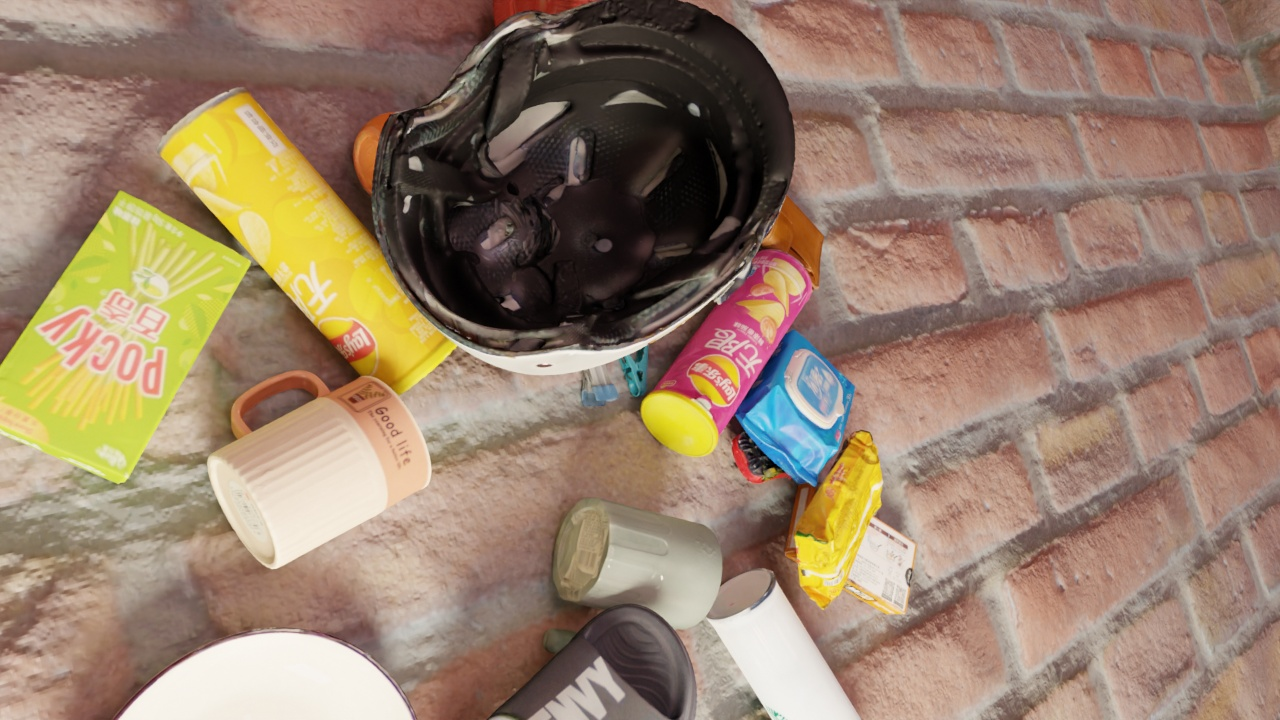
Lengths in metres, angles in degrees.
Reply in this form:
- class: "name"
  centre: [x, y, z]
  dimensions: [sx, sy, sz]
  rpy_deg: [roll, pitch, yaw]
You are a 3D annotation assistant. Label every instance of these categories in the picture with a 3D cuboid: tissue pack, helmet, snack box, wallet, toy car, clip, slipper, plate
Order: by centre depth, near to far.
- class: "plate"
  centre: [-0.218, 0.252, 0.522]
  dimensions: [0.192, 0.039, 0.192]
  rpy_deg: [12, 69, -33]
- class: "snack box"
  centre: [-0.308, -0.015, 0.544]
  dimensions: [0.085, 0.026, 0.156]
  rpy_deg: [32, 59, -26]
- class: "slipper"
  centre: [-0.060, 0.267, 0.568]
  dimensions: [0.111, 0.083, 0.267]
  rpy_deg: [32, 66, 22]
- class: "helmet"
  centre: [-0.038, -0.101, 0.626]
  dimensions: [0.273, 0.157, 0.230]
  rpy_deg: [-41, 82, -16]
- class: "clip"
  centre: [-0.039, 0.009, 0.753]
  dimensions: [0.026, 0.042, 0.058]
  rpy_deg: [-5, 77, -37]
- class: "clip"
  centre: [-0.005, 0.005, 0.783]
  dimensions: [0.032, 0.013, 0.054]
  rpy_deg: [-3, 79, -37]
- class: "tissue pack"
  centre: [0.144, 0.039, 0.836]
  dimensions: [0.095, 0.052, 0.156]
  rpy_deg: [43, 37, -6]
- class: "toy car"
  centre: [0.127, 0.087, 0.846]
  dimensions: [0.106, 0.031, 0.049]
  rpy_deg: [-3, 61, -43]
- class: "snack box"
  centre: [0.206, 0.182, 0.886]
  dimensions: [0.153, 0.026, 0.075]
  rpy_deg: [33, 59, -26]
- class: "wallet"
  centre: [0.131, -0.133, 0.905]
  dimensions: [0.130, 0.035, 0.118]
  rpy_deg: [42, 33, -21]

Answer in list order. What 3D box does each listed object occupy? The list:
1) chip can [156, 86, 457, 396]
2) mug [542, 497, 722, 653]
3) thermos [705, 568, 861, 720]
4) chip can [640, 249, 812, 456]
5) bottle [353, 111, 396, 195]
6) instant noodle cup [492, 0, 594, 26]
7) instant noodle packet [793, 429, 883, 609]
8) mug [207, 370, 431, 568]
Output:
- class: "chip can"
  centre: [-0.213, -0.072, 0.605]
  dimensions: [0.213, 0.072, 0.071]
  rpy_deg: [51, 52, -15]
- class: "mug"
  centre: [-0.010, 0.172, 0.694]
  dimensions: [0.103, 0.084, 0.124]
  rpy_deg: [22, 89, -31]
- class: "thermos"
  centre: [0.136, 0.287, 0.775]
  dimensions: [0.073, 0.073, 0.224]
  rpy_deg: [-39, 102, -39]
- class: "chip can"
  centre: [0.081, -0.012, 0.818]
  dimensions: [0.071, 0.072, 0.209]
  rpy_deg: [49, 52, -16]
- class: "bottle"
  centre: [-0.141, -0.157, 0.698]
  dimensions: [0.149, 0.067, 0.067]
  rpy_deg: [-22, 90, -47]
- class: "instant noodle cup"
  centre: [-0.053, -0.272, 0.718]
  dimensions: [0.079, 0.165, 0.188]
  rpy_deg: [7, 62, -36]
- class: "instant noodle packet"
  centre: [0.174, 0.141, 0.808]
  dimensions: [0.128, 0.044, 0.111]
  rpy_deg: [-53, 143, -33]
- class: "mug"
  centre: [-0.208, 0.057, 0.573]
  dimensions: [0.105, 0.082, 0.114]
  rpy_deg: [-31, 69, -38]
